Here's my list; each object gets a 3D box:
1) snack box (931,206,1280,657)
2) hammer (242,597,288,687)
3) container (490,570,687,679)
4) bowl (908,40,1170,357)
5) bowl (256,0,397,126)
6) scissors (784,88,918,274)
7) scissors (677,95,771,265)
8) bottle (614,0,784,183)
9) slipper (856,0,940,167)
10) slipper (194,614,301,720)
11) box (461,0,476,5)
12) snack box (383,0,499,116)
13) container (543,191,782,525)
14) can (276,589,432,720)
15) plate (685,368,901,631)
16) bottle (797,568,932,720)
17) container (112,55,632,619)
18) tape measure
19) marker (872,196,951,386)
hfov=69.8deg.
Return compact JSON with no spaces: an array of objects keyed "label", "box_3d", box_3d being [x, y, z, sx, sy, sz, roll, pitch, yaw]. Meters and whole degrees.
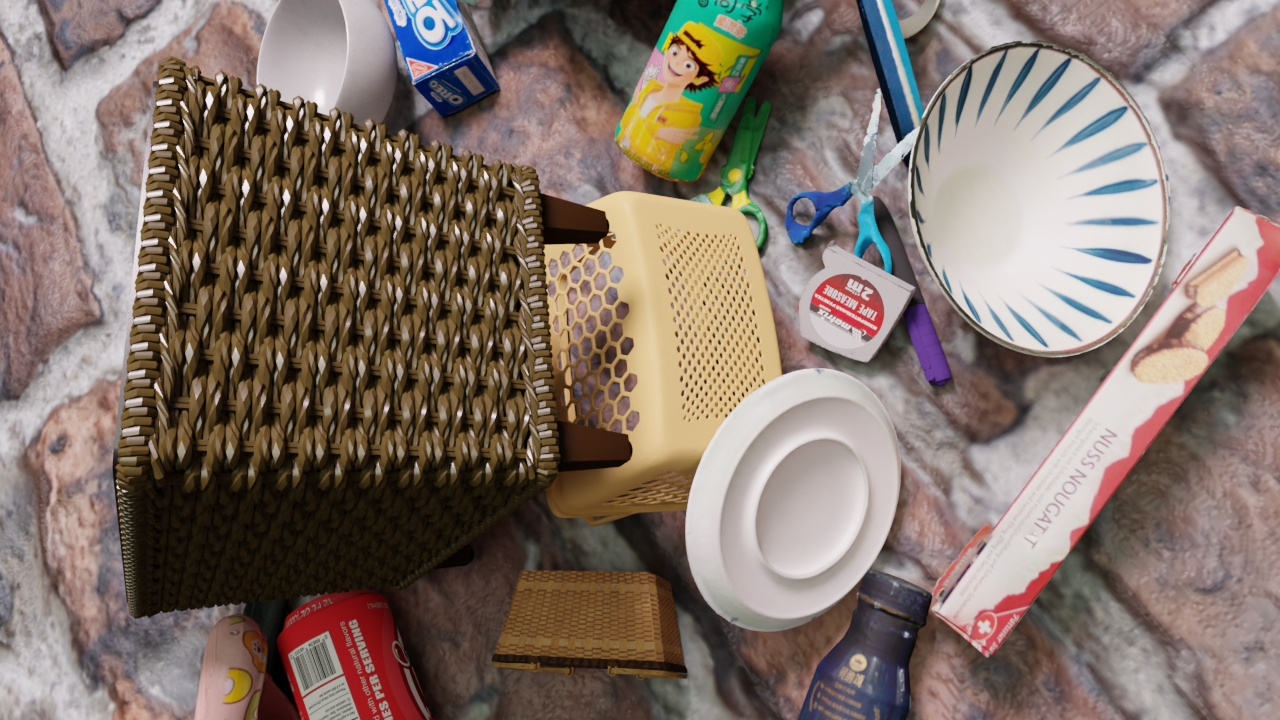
[{"label":"snack box","box_3d":[0.258,0.042,0.510,0.044,0.076,0.273,37,90,24]},{"label":"hammer","box_3d":[-0.262,0.089,0.684,0.133,0.033,0.332,4,80,17]},{"label":"container","box_3d":[-0.030,0.167,0.578,0.114,0.063,0.061,-3,69,16]},{"label":"bowl","box_3d":[0.215,-0.089,0.541,0.177,0.071,0.177,1,87,-18]},{"label":"bowl","box_3d":[-0.238,-0.225,0.720,0.132,0.064,0.132,-1,89,40]},{"label":"scissors","box_3d":[0.130,-0.112,0.580,0.104,0.015,0.134,30,131,36]},{"label":"scissors","box_3d":[0.061,-0.128,0.645,0.070,0.014,0.130,8,81,18]},{"label":"bottle","box_3d":[0.055,-0.219,0.588,0.068,0.067,0.210,42,122,21]},{"label":"slipper","box_3d":[0.161,-0.268,0.593,0.060,0.118,0.294,-15,78,20]},{"label":"slipper","box_3d":[-0.255,0.257,0.608,0.093,0.081,0.197,-137,57,-59]},{"label":"box","box_3d":[-0.106,-0.374,0.671,0.033,0.137,0.186,14,59,-19]},{"label":"snack box","box_3d":[-0.178,-0.307,0.735,0.059,0.059,0.226,-24,72,6]},{"label":"container","box_3d":[-0.003,0.003,0.581,0.167,0.129,0.183,-30,63,53]},{"label":"can","box_3d":[-0.182,0.225,0.601,0.074,0.074,0.142,-31,70,8]},{"label":"plate","box_3d":[0.094,0.082,0.520,0.014,0.157,0.157,20,82,58]},{"label":"bottle","box_3d":[0.122,0.201,0.524,0.056,0.056,0.160,20,84,20]},{"label":"container","box_3d":[-0.158,0.025,0.500,0.204,0.322,0.176,5,66,-27]},{"label":"tape measure","box_3d":[0.134,-0.035,0.584,0.060,0.020,0.062,32,115,19]},{"label":"marker","box_3d":[0.169,-0.046,0.588,0.015,0.018,0.133,-34,65,46]}]
